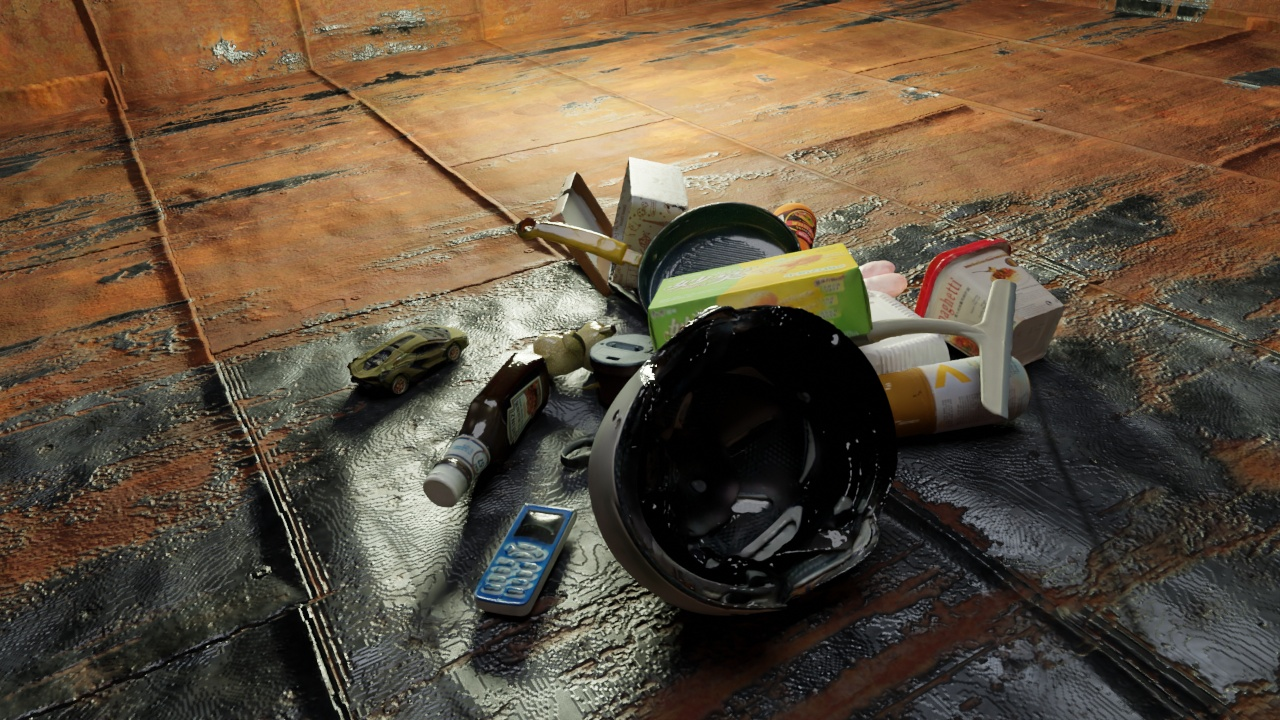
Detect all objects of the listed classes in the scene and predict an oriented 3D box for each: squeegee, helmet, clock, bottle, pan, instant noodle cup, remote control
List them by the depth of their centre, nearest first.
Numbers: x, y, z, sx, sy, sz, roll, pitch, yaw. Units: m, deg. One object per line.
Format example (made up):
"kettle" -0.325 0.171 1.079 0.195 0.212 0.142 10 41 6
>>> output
"helmet" 0.067 0.087 0.744 0.273 0.230 0.157 -36 2 -39
"remote control" -0.096 0.166 0.779 0.049 0.024 0.124 5 33 15
"bottle" -0.148 0.068 0.897 0.044 0.080 0.194 13 36 16
"bottle" 0.282 0.039 0.903 0.189 0.068 0.068 -9 31 -3
"squeegee" 0.239 -0.023 0.915 0.247 0.039 0.245 -4 30 27
"clock" -0.006 0.006 1.004 0.082 0.055 0.121 10 27 31
"instant noodle cup" 0.256 -0.021 1.018 0.138 0.060 0.173 -14 31 -16
"instant noodle cup" 0.389 -0.057 1.022 0.116 0.116 0.124 -18 46 -23
"pan" 0.018 -0.120 1.105 0.358 0.078 0.197 11 67 21
"bottle" 0.208 -0.159 1.259 0.067 0.067 0.149 2 38 10

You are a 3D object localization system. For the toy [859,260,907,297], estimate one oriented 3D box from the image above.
"toy" 0.244 -0.090 1.136 0.159 0.054 0.121 -8 27 2

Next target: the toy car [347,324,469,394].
"toy car" -0.271 -0.008 1.081 0.070 0.042 0.157 17 34 31

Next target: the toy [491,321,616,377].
"toy" -0.098 0.001 1.031 0.157 0.066 0.105 -24 -6 -24

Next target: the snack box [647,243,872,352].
"snack box" 0.121 -0.058 0.945 0.210 0.070 0.157 -10 14 10

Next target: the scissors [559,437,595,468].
"scissors" 0.001 0.082 0.924 0.159 0.014 0.179 0 28 1

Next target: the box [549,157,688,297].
"box" -0.041 -0.188 1.246 0.174 0.152 0.182 12 29 -8
